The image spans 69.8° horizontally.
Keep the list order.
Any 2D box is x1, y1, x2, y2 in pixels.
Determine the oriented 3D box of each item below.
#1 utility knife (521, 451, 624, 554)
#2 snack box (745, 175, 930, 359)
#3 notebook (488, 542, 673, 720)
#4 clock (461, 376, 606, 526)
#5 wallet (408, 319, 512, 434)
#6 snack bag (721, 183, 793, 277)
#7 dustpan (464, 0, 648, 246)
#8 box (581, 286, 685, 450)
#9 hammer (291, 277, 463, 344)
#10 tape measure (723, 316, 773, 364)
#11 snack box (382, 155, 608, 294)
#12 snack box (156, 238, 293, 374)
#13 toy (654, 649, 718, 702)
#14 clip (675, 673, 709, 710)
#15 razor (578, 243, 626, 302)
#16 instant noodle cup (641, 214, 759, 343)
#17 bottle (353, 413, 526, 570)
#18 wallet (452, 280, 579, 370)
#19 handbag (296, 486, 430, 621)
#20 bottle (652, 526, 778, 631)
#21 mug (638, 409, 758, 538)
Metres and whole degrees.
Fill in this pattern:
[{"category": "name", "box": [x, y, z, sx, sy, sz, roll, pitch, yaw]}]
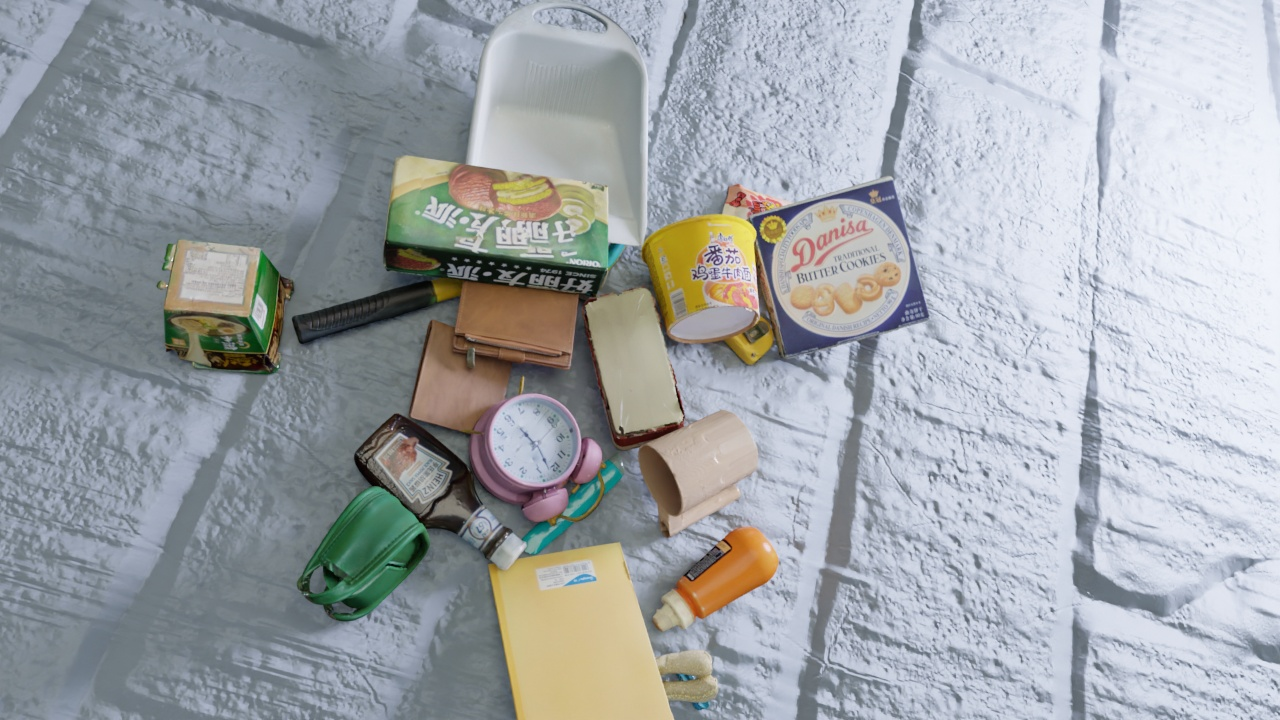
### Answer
[{"category": "utility knife", "box": [-0.071, 0.156, 0.999, 0.151, 0.013, 0.029, -40, 80, -23]}, {"category": "snack box", "box": [0.237, -0.111, 1.115, 0.178, 0.046, 0.182, -16, 91, 0]}, {"category": "notebook", "box": [-0.063, 0.278, 0.908, 0.145, 0.010, 0.206, -6, 47, -17]}, {"category": "clock", "box": [-0.106, 0.104, 0.975, 0.158, 0.060, 0.117, 46, 60, -3]}, {"category": "wallet", "box": [-0.194, 0.022, 1.002, 0.101, 0.020, 0.115, 19, 67, -25]}, {"category": "snack bag", "box": [0.200, -0.151, 1.175, 0.208, 0.073, 0.128, 14, 66, -1]}, {"category": "dustpan", "box": [-0.093, -0.290, 1.089, 0.222, 0.143, 0.257, 5, 55, -13]}, {"category": "box", "box": [-0.006, 0.006, 1.028, 0.091, 0.080, 0.168, -13, 73, -5]}, {"category": "hammer", "box": [-0.236, -0.076, 1.035, 0.300, 0.033, 0.128, -19, 74, -21]}, {"category": "tape measure", "box": [0.134, -0.030, 1.120, 0.057, 0.029, 0.060, -39, 83, -26]}, {"category": "snack box", "box": [-0.155, -0.147, 1.009, 0.240, 0.063, 0.114, 6, 63, -13]}, {"category": "snack box", "box": [-0.425, -0.061, 0.936, 0.117, 0.106, 0.118, 5, 68, -14]}, {"category": "toy", "box": [0.000, 0.323, 0.920, 0.157, 0.066, 0.105, -2, 86, -8]}, {"category": "clip", "box": [0.052, 0.338, 0.954, 0.014, 0.047, 0.057, -29, 73, -21]}, {"category": "razor", "box": [-0.041, -0.123, 1.109, 0.043, 0.028, 0.132, 18, 64, 27]}, {"category": "instant noodle cup", "box": [0.076, -0.089, 1.067, 0.138, 0.138, 0.109, -3, 69, -17]}, {"category": "bottle", "box": [-0.202, 0.141, 0.947, 0.195, 0.044, 0.079, 40, 65, 4]}, {"category": "wallet", "box": [-0.136, -0.043, 1.010, 0.130, 0.035, 0.118, 10, 65, -11]}, {"category": "handbag", "box": [-0.262, 0.186, 0.869, 0.068, 0.131, 0.120, 39, 67, 7]}, {"category": "bottle", "box": [0.076, 0.240, 0.981, 0.149, 0.067, 0.066, -32, 80, -17]}, {"category": "mug", "box": [0.065, 0.125, 0.998, 0.103, 0.125, 0.084, -24, 37, -23]}]
